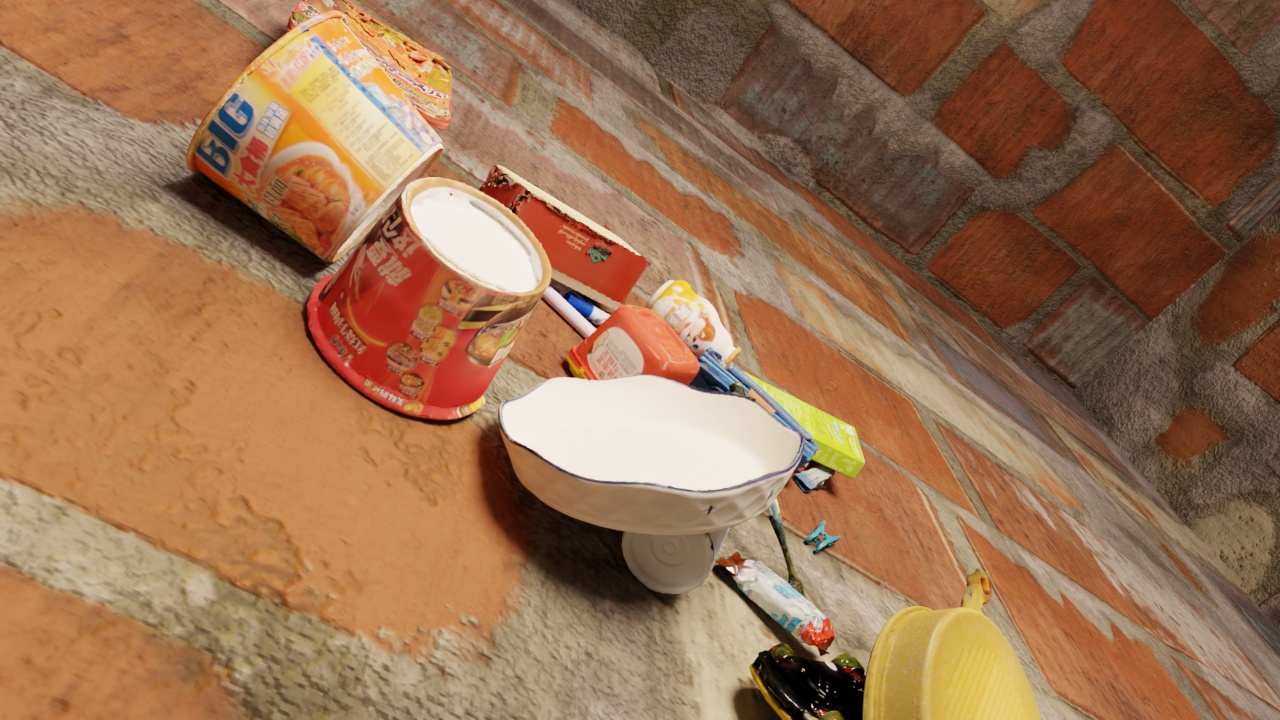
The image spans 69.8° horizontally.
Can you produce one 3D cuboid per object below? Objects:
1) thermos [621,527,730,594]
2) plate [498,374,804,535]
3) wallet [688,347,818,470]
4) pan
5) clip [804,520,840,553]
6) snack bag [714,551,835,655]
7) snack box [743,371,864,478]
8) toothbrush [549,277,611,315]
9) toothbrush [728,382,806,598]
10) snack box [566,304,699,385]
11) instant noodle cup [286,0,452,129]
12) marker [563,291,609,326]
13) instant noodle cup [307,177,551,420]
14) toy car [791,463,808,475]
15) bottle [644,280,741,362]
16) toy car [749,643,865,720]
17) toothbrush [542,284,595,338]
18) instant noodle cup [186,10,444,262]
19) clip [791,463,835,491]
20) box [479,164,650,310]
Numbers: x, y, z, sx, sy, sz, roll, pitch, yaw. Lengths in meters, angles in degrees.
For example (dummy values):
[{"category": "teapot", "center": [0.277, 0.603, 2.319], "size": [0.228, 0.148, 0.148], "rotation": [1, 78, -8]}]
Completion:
[{"category": "thermos", "center": [0.048, 0.101, 0.703], "size": [0.070, 0.070, 0.220], "rotation": [42, 21, 4]}, {"category": "plate", "center": [0.006, 0.060, 0.622], "size": [0.205, 0.045, 0.204], "rotation": [6, 16, -2]}, {"category": "wallet", "center": [0.089, 0.055, 0.832], "size": [0.133, 0.107, 0.040], "rotation": [41, 63, 1]}, {"category": "pan", "center": [0.233, 0.236, 0.650], "size": [0.356, 0.078, 0.197], "rotation": [-29, 98, -53]}, {"category": "clip", "center": [0.167, 0.163, 0.848], "size": [0.041, 0.014, 0.056], "rotation": [48, 21, 19]}, {"category": "snack bag", "center": [0.104, 0.178, 0.684], "size": [0.105, 0.026, 0.045], "rotation": [39, 17, 23]}, {"category": "snack box", "center": [0.159, 0.064, 0.970], "size": [0.156, 0.026, 0.085], "rotation": [26, 23, -6]}, {"category": "toothbrush", "center": [-0.030, -0.046, 0.919], "size": [0.191, 0.018, 0.016], "rotation": [30, 13, -26]}, {"category": "toothbrush", "center": [0.099, 0.107, 0.722], "size": [0.017, 0.012, 0.186], "rotation": [-18, 92, -60]}, {"category": "snack box", "center": [-0.005, 0.005, 0.779], "size": [0.081, 0.080, 0.091], "rotation": [5, 41, -55]}, {"category": "instant noodle cup", "center": [-0.270, -0.284, 0.902], "size": [0.164, 0.079, 0.188], "rotation": [30, 25, -26]}, {"category": "marker", "center": [-0.015, -0.028, 0.911], "size": [0.145, 0.017, 0.016], "rotation": [29, 24, -27]}, {"category": "instant noodle cup", "center": [-0.134, -0.047, 0.606], "size": [0.138, 0.109, 0.137], "rotation": [30, 31, -20]}, {"category": "toy car", "center": [0.115, 0.065, 0.898], "size": [0.120, 0.045, 0.053], "rotation": [47, 0, -7]}, {"category": "bottle", "center": [0.057, -0.035, 0.979], "size": [0.108, 0.063, 0.063], "rotation": [42, 22, 6]}, {"category": "toy car", "center": [0.124, 0.227, 0.605], "size": [0.155, 0.041, 0.071], "rotation": [27, 14, -42]}, {"category": "toothbrush", "center": [-0.048, -0.031, 0.858], "size": [0.189, 0.021, 0.029], "rotation": [41, -9, 7]}, {"category": "instant noodle cup", "center": [-0.219, -0.149, 0.645], "size": [0.111, 0.152, 0.151], "rotation": [44, 20, -13]}, {"category": "clip", "center": [0.179, 0.120, 0.941], "size": [0.056, 0.028, 0.024], "rotation": [-3, 42, -48]}, {"category": "box", "center": [-0.075, -0.123, 0.884], "size": [0.168, 0.079, 0.091], "rotation": [26, 11, -39]}]
